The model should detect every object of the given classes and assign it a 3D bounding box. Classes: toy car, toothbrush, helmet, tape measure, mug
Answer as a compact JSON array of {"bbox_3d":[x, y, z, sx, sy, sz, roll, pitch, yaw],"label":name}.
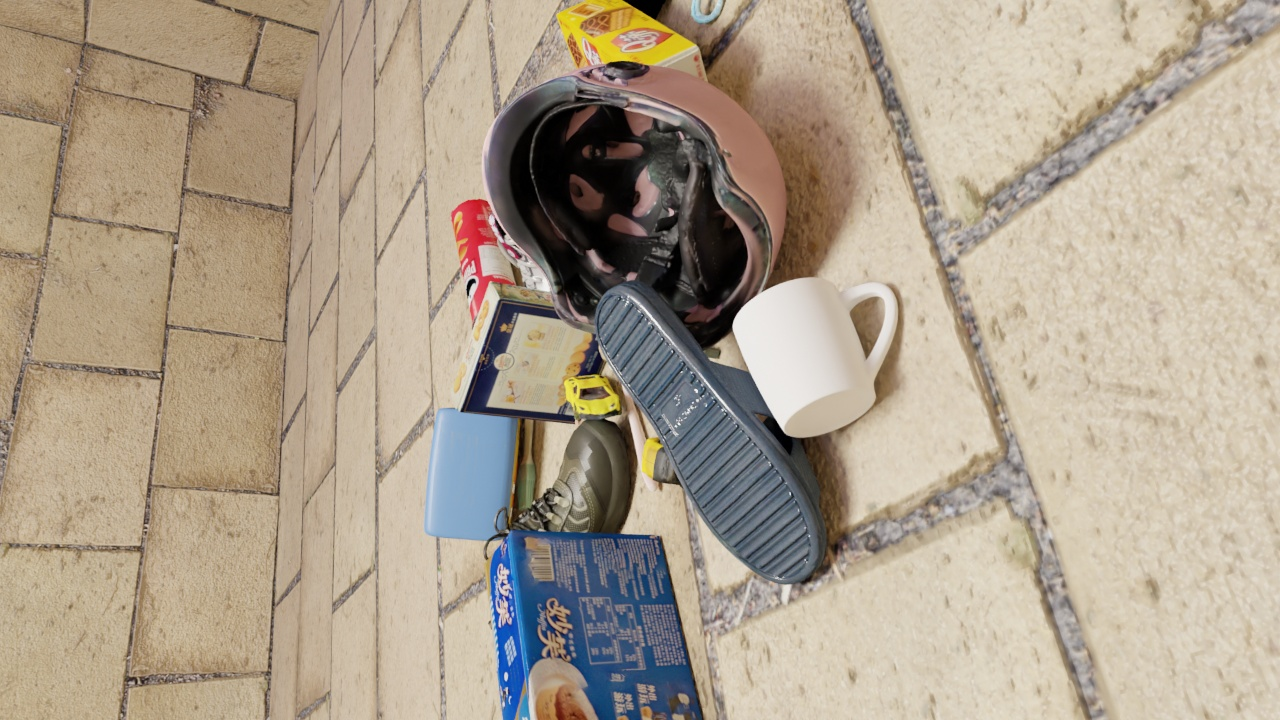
[{"bbox_3d":[-0.050,0.037,0.942,0.107,0.049,0.030,-132,38,-68],"label":"toy car"},{"bbox_3d":[-0.009,0.056,0.921,0.018,0.015,0.181,118,146,-42],"label":"toothbrush"},{"bbox_3d":[0.004,-0.141,0.752,0.256,0.152,0.230,18,135,21],"label":"helmet"},{"bbox_3d":[0.035,0.089,0.787,0.064,0.065,0.037,17,102,55],"label":"tape measure"},{"bbox_3d":[0.132,-0.007,0.644,0.114,0.081,0.087,-28,60,18],"label":"mug"}]

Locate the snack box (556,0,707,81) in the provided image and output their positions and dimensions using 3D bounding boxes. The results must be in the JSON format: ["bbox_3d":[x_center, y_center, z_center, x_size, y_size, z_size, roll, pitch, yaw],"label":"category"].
[{"bbox_3d":[-0.004,-0.274,0.892,0.230,0.061,0.110,54,170,51],"label":"snack box"}]

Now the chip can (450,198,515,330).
[{"bbox_3d":[-0.212,-0.128,1.260,0.073,0.073,0.232,-58,37,36],"label":"chip can"}]

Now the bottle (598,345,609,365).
[{"bbox_3d":[-0.005,0.005,0.899,0.111,0.043,0.043,46,122,55],"label":"bottle"}]

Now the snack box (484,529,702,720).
[{"bbox_3d":[-0.042,0.254,0.789,0.069,0.154,0.202,-50,43,42],"label":"snack box"}]

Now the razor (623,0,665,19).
[{"bbox_3d":[0.023,-0.404,0.944,0.157,0.057,0.060,-41,20,39],"label":"razor"}]

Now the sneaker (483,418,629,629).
[{"bbox_3d":[-0.102,0.168,0.926,0.101,0.142,0.238,21,100,60],"label":"sneaker"}]

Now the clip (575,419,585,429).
[{"bbox_3d":[-0.054,0.067,0.991,0.039,0.024,0.060,-146,57,-60],"label":"clip"}]

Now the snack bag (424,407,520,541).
[{"bbox_3d":[-0.207,0.142,1.164,0.205,0.102,0.159,131,144,-83],"label":"snack bag"}]

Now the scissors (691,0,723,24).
[{"bbox_3d":[0.063,-0.401,0.873,0.114,0.013,0.141,40,125,25],"label":"scissors"}]

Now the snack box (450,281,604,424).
[{"bbox_3d":[-0.112,-0.005,0.982,0.145,0.145,0.042,-66,33,25],"label":"snack box"}]

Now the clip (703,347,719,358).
[{"bbox_3d":[0.041,0.001,0.842,0.078,0.023,0.049,16,96,58],"label":"clip"}]

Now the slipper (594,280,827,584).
[{"bbox_3d":[0.067,0.042,0.705,0.263,0.082,0.101,55,138,13],"label":"slipper"}]

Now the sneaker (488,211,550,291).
[{"bbox_3d":[-0.112,-0.116,1.029,0.097,0.128,0.263,16,100,62],"label":"sneaker"}]

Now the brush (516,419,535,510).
[{"bbox_3d":[-0.140,0.077,1.148,0.033,0.012,0.217,-24,61,57],"label":"brush"}]
